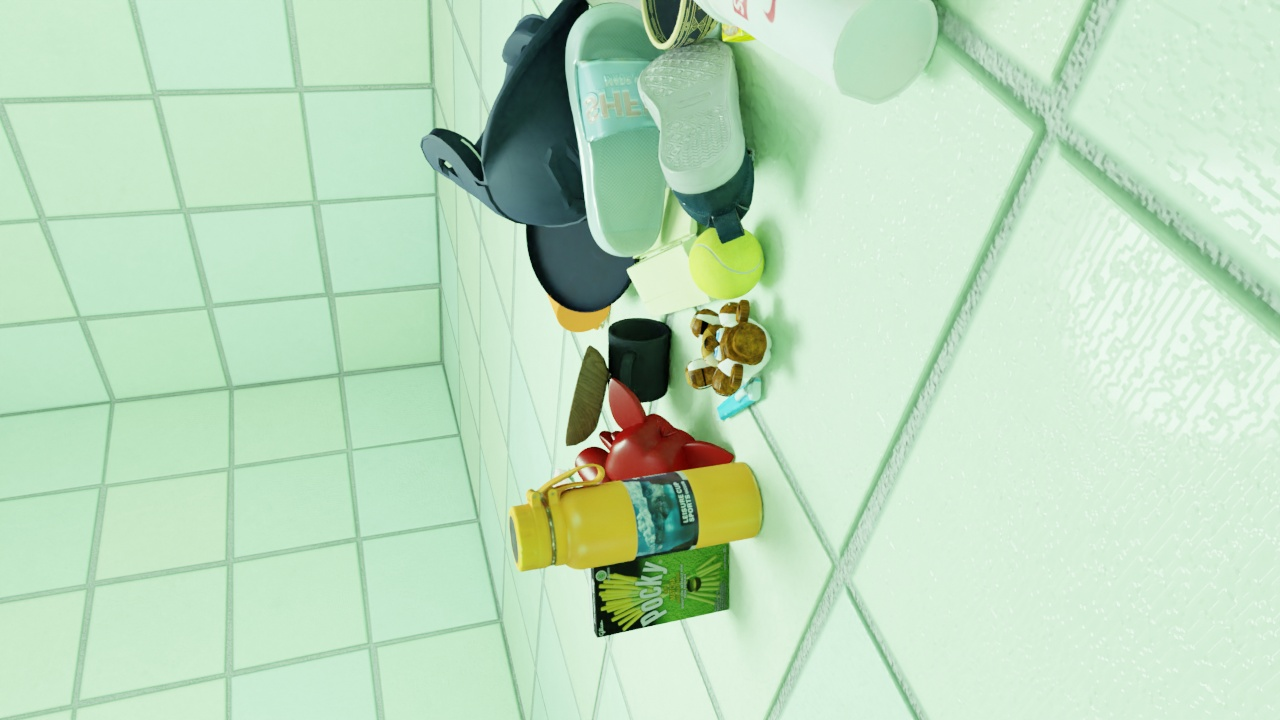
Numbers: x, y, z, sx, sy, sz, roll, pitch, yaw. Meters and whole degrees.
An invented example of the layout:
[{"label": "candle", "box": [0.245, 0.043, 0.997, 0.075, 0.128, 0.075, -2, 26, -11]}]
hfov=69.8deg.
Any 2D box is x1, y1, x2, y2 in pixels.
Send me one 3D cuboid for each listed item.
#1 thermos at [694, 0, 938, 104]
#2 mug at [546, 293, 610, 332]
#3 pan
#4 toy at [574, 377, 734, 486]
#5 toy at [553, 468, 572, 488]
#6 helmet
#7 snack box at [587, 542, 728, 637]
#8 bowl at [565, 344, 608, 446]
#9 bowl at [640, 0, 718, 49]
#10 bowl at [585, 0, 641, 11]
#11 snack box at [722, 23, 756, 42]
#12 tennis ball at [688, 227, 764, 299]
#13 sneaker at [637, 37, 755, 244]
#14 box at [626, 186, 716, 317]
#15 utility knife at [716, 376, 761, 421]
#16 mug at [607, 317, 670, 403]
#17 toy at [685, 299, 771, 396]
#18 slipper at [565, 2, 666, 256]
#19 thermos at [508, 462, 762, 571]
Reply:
[{"label": "thermos", "box": [0.103, -0.250, 0.607, 0.220, 0.099, 0.099, -122, 30, -45]}, {"label": "mug", "box": [-0.087, -0.088, 1.317, 0.113, 0.077, 0.096, 60, -177, -45]}, {"label": "pan", "box": [-0.056, -0.232, 1.139, 0.199, 0.021, 0.357, 28, 116, 34]}, {"label": "toy", "box": [0.009, 0.127, 1.004, 0.158, 0.120, 0.198, 34, 130, 18]}, {"label": "toy", "box": [-0.139, 0.246, 1.645, 0.064, 0.047, 0.110, 90, 160, -51]}, {"label": "helmet", "box": [-0.093, -0.266, 0.994, 0.231, 0.223, 0.273, -60, -9, -28]}, {"label": "snack box", "box": [0.020, 0.235, 0.963, 0.025, 0.147, 0.080, -140, 46, -66]}, {"label": "bowl", "box": [-0.057, 0.043, 1.039, 0.118, 0.030, 0.118, 29, -106, -89]}, {"label": "bowl", "box": [0.046, -0.330, 0.796, 0.112, 0.061, 0.112, 172, 90, -73]}, {"label": "bowl", "box": [-0.003, -0.391, 0.885, 0.117, 0.067, 0.117, 23, 140, 21]}, {"label": "snack box", "box": [0.083, -0.334, 0.731, 0.040, 0.029, 0.148, -148, 53, -68]}, {"label": "tennis ball", "box": [0.075, -0.085, 0.798, 0.065, 0.065, 0.065, 172, 90, -73]}, {"label": "sneaker", "box": [0.055, -0.196, 0.793, 0.235, 0.089, 0.087, -94, -21, -45]}, {"label": "box", "box": [0.030, -0.117, 0.972, 0.188, 0.047, 0.141, 179, 86, -72]}, {"label": "utility knife", "box": [0.091, 0.040, 0.886, 0.124, 0.015, 0.022, 131, 143, -70]}, {"label": "mug", "box": [-0.006, 0.006, 1.052, 0.104, 0.071, 0.077, -61, -25, -62]}, {"label": "toy", "box": [0.080, -0.012, 0.815, 0.113, 0.067, 0.087, 128, 149, -84]}, {"label": "slipper", "box": [-0.009, -0.218, 0.895, 0.074, 0.103, 0.246, 33, 131, 55]}, {"label": "thermos", "box": [-0.007, 0.143, 0.871, 0.076, 0.232, 0.091, 112, 147, -59]}]
